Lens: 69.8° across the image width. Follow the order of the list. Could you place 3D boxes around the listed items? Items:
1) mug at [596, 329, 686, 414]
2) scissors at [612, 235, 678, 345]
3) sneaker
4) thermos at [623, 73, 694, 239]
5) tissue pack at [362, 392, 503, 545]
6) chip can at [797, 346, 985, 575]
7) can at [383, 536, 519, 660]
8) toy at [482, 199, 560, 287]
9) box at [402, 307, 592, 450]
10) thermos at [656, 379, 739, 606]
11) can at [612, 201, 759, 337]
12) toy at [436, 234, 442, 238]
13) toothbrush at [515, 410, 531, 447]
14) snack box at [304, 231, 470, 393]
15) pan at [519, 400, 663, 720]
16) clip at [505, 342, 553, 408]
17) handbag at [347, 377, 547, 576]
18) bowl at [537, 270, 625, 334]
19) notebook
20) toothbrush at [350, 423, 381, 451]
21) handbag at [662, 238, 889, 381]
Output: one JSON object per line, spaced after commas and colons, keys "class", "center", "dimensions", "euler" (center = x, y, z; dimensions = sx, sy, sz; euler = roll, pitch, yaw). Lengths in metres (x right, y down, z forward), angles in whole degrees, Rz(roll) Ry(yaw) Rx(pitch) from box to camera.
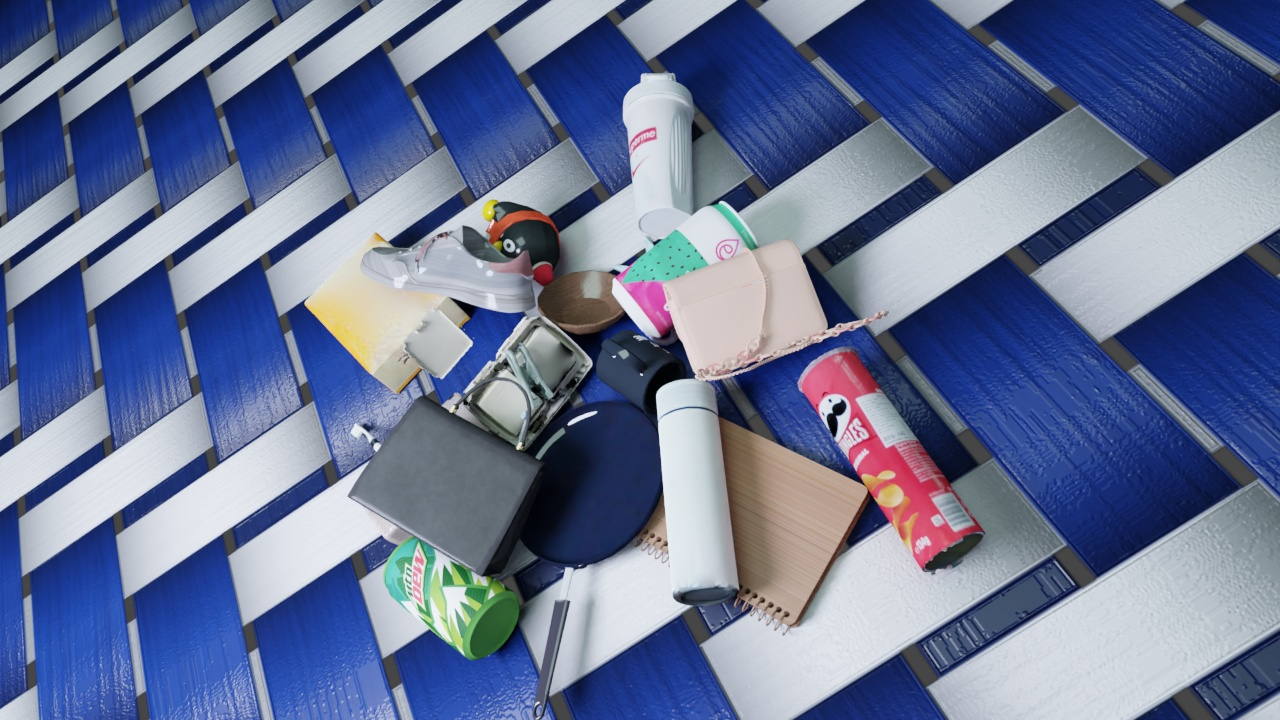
{"class": "mug", "center": [-0.006, 0.006, 1.043], "dimensions": [0.077, 0.105, 0.071], "euler": [33, 85, 33]}
{"class": "scissors", "center": [0.025, -0.085, 1.134], "dimensions": [0.173, 0.014, 0.158], "euler": [17, 71, 29]}
{"class": "sneaker", "center": [-0.236, -0.127, 1.136], "dimensions": [0.236, 0.099, 0.089], "euler": [13, 106, 13]}
{"class": "thermos", "center": [0.028, -0.270, 1.185], "dimensions": [0.099, 0.099, 0.220], "euler": [-12, 63, 18]}
{"class": "tissue pack", "center": [-0.258, 0.130, 1.114], "dimensions": [0.181, 0.071, 0.104], "euler": [-42, 54, -7]}
{"class": "chip can", "center": [0.244, 0.095, 0.907], "dimensions": [0.073, 0.073, 0.232], "euler": [-32, 56, 5]}
{"class": "can", "center": [-0.210, 0.257, 1.011], "dimensions": [0.144, 0.083, 0.083], "euler": [25, 76, 32]}
{"class": "toy", "center": [-0.150, -0.147, 1.191], "dimensions": [0.119, 0.099, 0.098], "euler": [51, 134, 46]}
{"class": "box", "center": [-0.181, -0.006, 1.108], "dimensions": [0.143, 0.194, 0.101], "euler": [-51, 21, -15]}
{"class": "thermos", "center": [0.056, 0.131, 0.946], "dimensions": [0.068, 0.068, 0.229], "euler": [-14, 58, 16]}
{"class": "can", "center": [0.052, -0.106, 1.070], "dimensions": [0.166, 0.088, 0.088], "euler": [-39, 55, 0]}
{"class": "toy", "center": [-0.252, -0.132, 1.229], "dimensions": [0.062, 0.100, 0.076], "euler": [-22, 55, 3]}
{"class": "toothbrush", "center": [-0.156, 0.145, 1.061], "dimensions": [0.022, 0.024, 0.185], "euler": [13, 82, 49]}
{"class": "snack box", "center": [-0.351, -0.073, 1.250], "dimensions": [0.145, 0.080, 0.195], "euler": [-47, 56, -7]}
{"class": "pan", "center": [-0.072, 0.205, 0.997], "dimensions": [0.199, 0.021, 0.355], "euler": [-7, 57, 30]}
{"class": "clip", "center": [-0.131, 0.017, 1.063], "dimensions": [0.047, 0.076, 0.023], "euler": [-31, 16, -22]}
{"class": "handbag", "center": [-0.191, 0.107, 1.017], "dimensions": [0.176, 0.072, 0.195], "euler": [27, 85, 12]}
{"class": "bowl", "center": [-0.069, -0.067, 1.139], "dimensions": [0.118, 0.030, 0.117], "euler": [-3, 40, 3]}
{"class": "notebook", "center": [0.106, 0.163, 0.961], "dimensions": [0.211, 0.022, 0.169], "euler": [25, 75, 32]}
{"class": "toothbrush", "center": [-0.327, 0.110, 1.140], "dimensions": [0.187, 0.012, 0.017], "euler": [22, 81, 54]}
{"class": "handbag", "center": [0.131, -0.065, 0.956], "dimensions": [0.198, 0.187, 0.116], "euler": [-20, 92, -6]}
